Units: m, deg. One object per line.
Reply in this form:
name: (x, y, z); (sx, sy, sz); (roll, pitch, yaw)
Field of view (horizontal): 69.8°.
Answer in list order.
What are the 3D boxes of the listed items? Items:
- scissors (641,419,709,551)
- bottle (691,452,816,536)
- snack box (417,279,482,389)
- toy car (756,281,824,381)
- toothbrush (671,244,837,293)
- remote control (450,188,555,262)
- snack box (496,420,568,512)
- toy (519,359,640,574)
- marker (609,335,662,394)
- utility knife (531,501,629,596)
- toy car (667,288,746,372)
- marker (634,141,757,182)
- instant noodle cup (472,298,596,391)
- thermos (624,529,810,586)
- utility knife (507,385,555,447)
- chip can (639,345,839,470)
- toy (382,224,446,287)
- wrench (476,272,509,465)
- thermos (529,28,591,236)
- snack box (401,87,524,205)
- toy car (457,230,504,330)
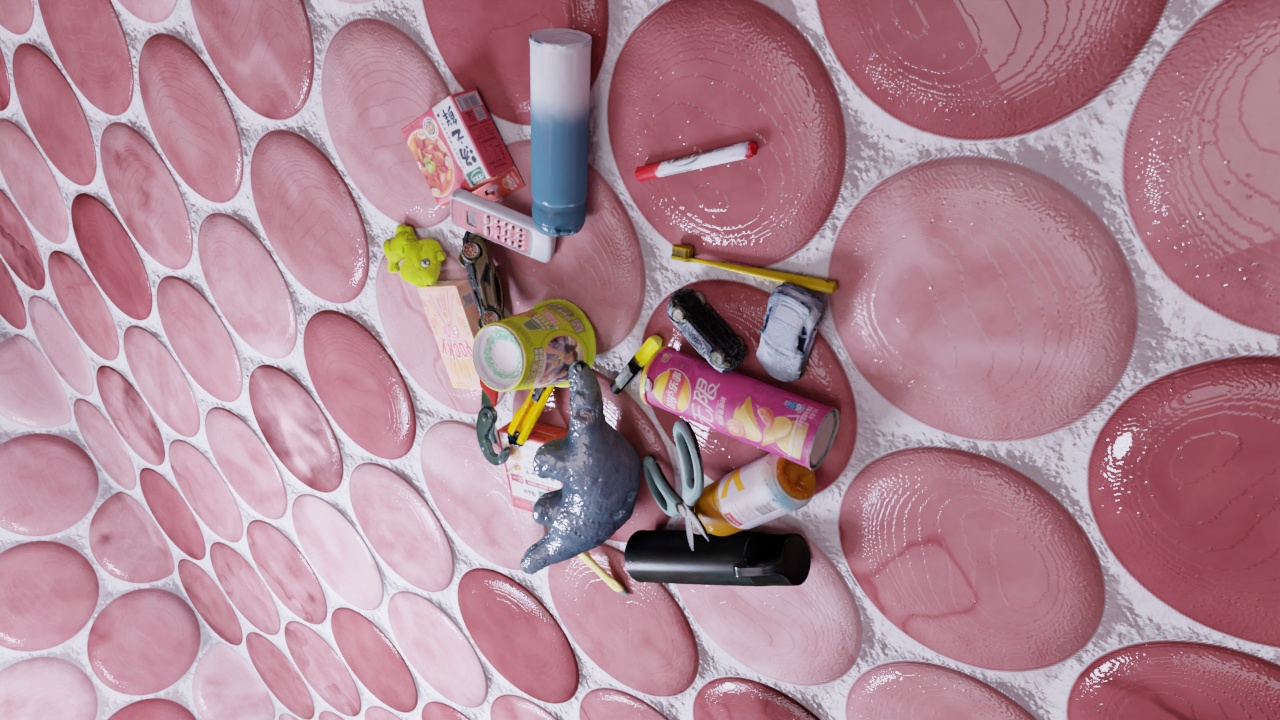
scissors: (0.039, 0.135, 1.086); (0.170, 0.019, 0.171); (34, 135, 59)
bottle: (0.118, 0.158, 1.048); (0.068, 0.067, 0.190); (54, 139, 0)
snack box: (-0.249, -0.034, 1.268); (0.085, 0.026, 0.157); (2, 116, 39)
toy car: (0.148, -0.025, 0.930); (0.054, 0.036, 0.121); (30, 142, 21)
toothbrush: (0.112, -0.095, 0.938); (0.190, 0.015, 0.017); (17, 118, 32)
remote control: (-0.165, -0.160, 1.095); (0.136, 0.020, 0.056); (24, 144, 6)
snack box: (-0.134, 0.152, 1.272); (0.113, 0.044, 0.127); (11, 120, 35)
toy: (-0.070, 0.156, 1.167); (0.138, 0.091, 0.357); (12, 123, -1)
marker: (-0.007, 0.006, 1.101); (0.018, 0.015, 0.124); (49, 139, 7)
utility knife: (-0.088, 0.267, 1.287); (0.204, 0.021, 0.031); (44, 149, -21)
toy car: (0.069, -0.032, 0.988); (0.105, 0.048, 0.031); (50, 133, 6)
marker: (0.054, -0.199, 0.922); (0.145, 0.017, 0.017); (-3, 113, 41)
instant noodle cup: (-0.132, -0.013, 1.096); (0.112, 0.123, 0.112); (6, 102, 31)
thermos: (0.082, 0.240, 1.115); (0.243, 0.089, 0.068); (-11, 83, 43)
utility knife: (-0.128, 0.033, 1.187); (0.033, 0.015, 0.217); (42, 121, 20)
chip can: (0.105, 0.048, 0.991); (0.211, 0.071, 0.071); (20, 127, 29)
toy: (-0.308, -0.139, 1.247); (0.097, 0.031, 0.100); (-39, 76, 29)
wrench: (-0.200, 0.012, 1.229); (0.056, 0.016, 0.274); (14, 112, 34)
thermos: (-0.088, -0.238, 0.984); (0.070, 0.070, 0.221); (25, 129, 27)
snack box: (-0.215, -0.243, 1.100); (0.113, 0.044, 0.127); (-16, 105, 44)
toy car: (-0.195, -0.088, 1.153); (0.070, 0.042, 0.158); (179, 77, -75)
